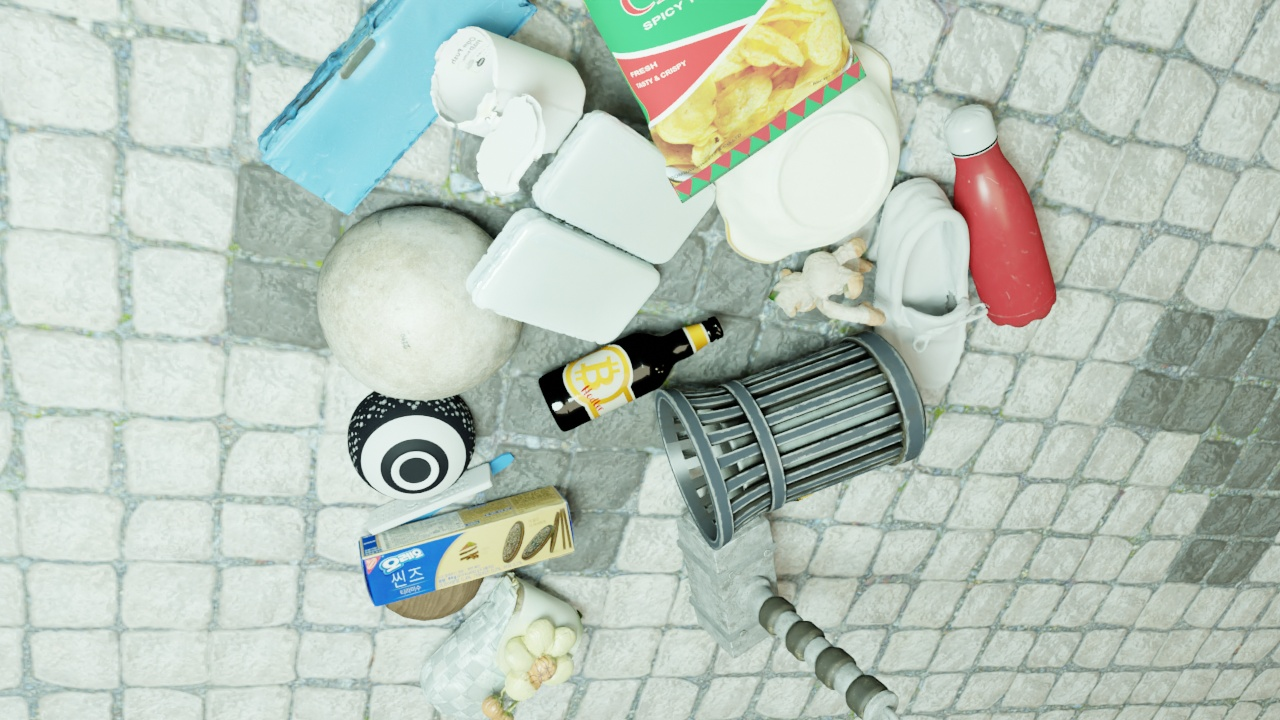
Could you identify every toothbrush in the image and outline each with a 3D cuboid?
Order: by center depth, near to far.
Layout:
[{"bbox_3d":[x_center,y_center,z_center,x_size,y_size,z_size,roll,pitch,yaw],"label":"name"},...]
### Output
[{"bbox_3d":[-0.199,0.144,0.933,0.166,0.014,0.016,-33,122,3],"label":"toothbrush"}]

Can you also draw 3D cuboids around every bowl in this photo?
[{"bbox_3d":[-0.191,-0.035,0.776,0.178,0.081,0.179,-1,113,-3],"label":"bowl"},{"bbox_3d":[0.161,-0.176,0.832,0.188,0.060,0.220,20,112,-25],"label":"bowl"},{"bbox_3d":[-0.214,0.085,0.864,0.120,0.066,0.120,-7,120,-13],"label":"bowl"},{"bbox_3d":[-0.221,0.235,0.969,0.117,0.030,0.118,-7,120,-13],"label":"bowl"}]

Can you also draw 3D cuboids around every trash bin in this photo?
[{"bbox_3d":[0.150,0.070,0.913,0.227,0.164,0.164,-19,122,-10],"label":"trash bin"}]

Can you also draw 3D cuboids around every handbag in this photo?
[{"bbox_3d":[-0.149,0.328,0.989,0.171,0.123,0.112,-46,127,5],"label":"handbag"}]

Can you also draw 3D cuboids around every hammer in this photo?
[{"bbox_3d":[0.162,0.280,0.938,0.079,0.326,0.177,-26,124,-22],"label":"hammer"}]

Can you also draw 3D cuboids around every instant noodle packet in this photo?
[{"bbox_3d":[0.051,-0.282,0.710,0.195,0.090,0.253,-36,113,-8],"label":"instant noodle packet"}]

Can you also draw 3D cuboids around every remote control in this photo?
[{"bbox_3d":[-0.208,0.138,0.911,0.131,0.033,0.012,-22,121,1],"label":"remote control"}]

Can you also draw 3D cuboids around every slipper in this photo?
[{"bbox_3d":[0.293,-0.064,0.925,0.112,0.074,0.247,-10,131,7],"label":"slipper"}]

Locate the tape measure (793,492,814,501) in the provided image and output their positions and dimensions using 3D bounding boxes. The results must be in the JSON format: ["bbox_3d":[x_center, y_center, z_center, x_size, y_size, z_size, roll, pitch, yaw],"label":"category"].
[{"bbox_3d":[0.175,0.125,1.019,0.064,0.037,0.066,-16,122,-7],"label":"tape measure"}]

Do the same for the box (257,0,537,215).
[{"bbox_3d":[-0.189,-0.218,0.708,0.232,0.052,0.093,-43,122,10],"label":"box"}]

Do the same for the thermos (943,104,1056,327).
[{"bbox_3d":[0.347,-0.140,0.899,0.073,0.073,0.240,-31,122,2],"label":"thermos"}]

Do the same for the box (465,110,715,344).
[{"bbox_3d":[-0.032,-0.102,0.783,0.189,0.037,0.208,-48,151,14],"label":"box"}]

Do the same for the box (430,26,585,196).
[{"bbox_3d":[-0.082,-0.177,0.686,0.106,0.150,0.080,4,140,-50],"label":"box"}]

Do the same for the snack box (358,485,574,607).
[{"bbox_3d":[-0.173,0.185,0.920,0.206,0.056,0.057,-13,105,-16],"label":"snack box"}]

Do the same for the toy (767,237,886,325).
[{"bbox_3d":[0.177,-0.067,0.892,0.106,0.085,0.074,-13,155,14],"label":"toy"}]

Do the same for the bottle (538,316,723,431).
[{"bbox_3d":[-0.005,0.005,0.885,0.181,0.059,0.059,-25,123,-2],"label":"bottle"}]
